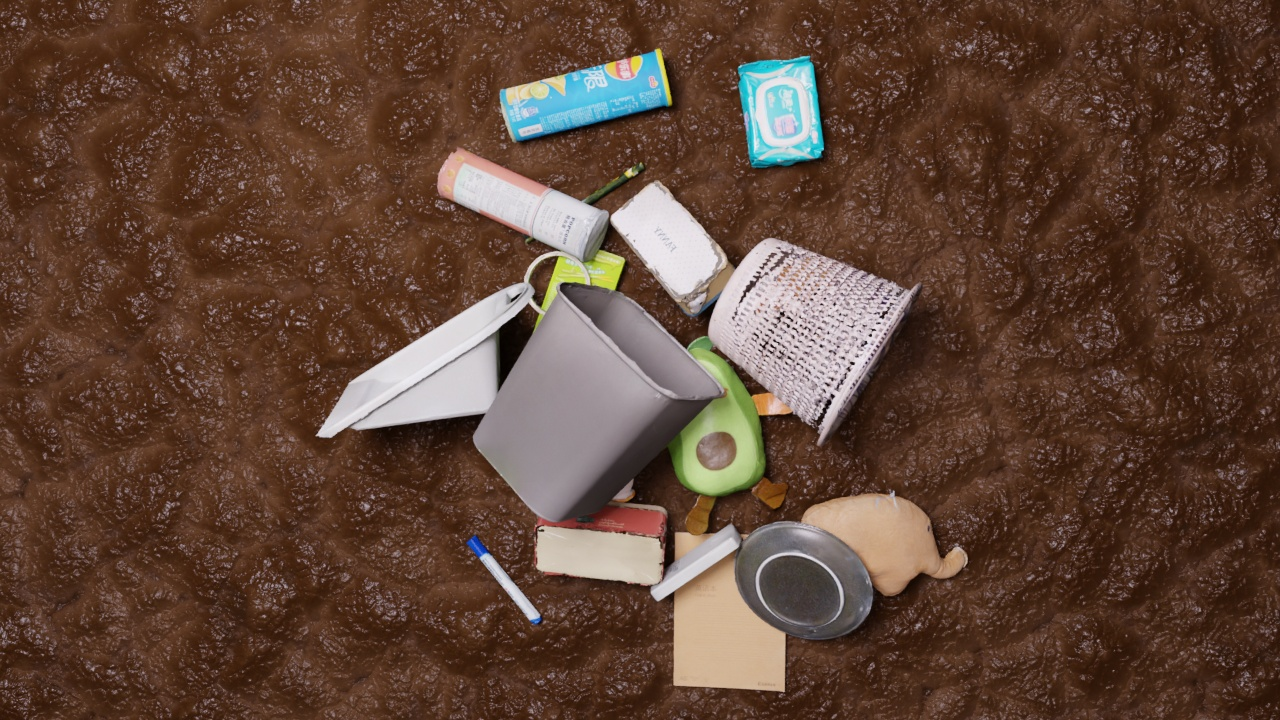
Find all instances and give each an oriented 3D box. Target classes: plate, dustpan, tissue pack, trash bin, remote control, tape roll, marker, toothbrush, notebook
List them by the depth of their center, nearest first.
[{"bbox_3d":[-0.058,0.052,1.072,0.198,0.198,0.220,45,108,20],"label":"trash bin"},{"bbox_3d":[0.199,-0.040,1.110,0.192,0.227,0.227,33,95,15],"label":"trash bin"},{"bbox_3d":[-0.256,-0.017,1.135,0.257,0.222,0.143,-4,105,-7],"label":"dustpan"},{"bbox_3d":[0.202,0.286,1.160,0.180,0.024,0.180,9,117,19],"label":"plate"},{"bbox_3d":[0.178,-0.314,1.162,0.093,0.050,0.133,-9,93,5],"label":"tissue pack"},{"bbox_3d":[-0.107,-0.098,1.188,0.086,0.014,0.086,0,93,5],"label":"tape roll"},{"bbox_3d":[0.072,0.262,1.193,0.135,0.056,0.019,-36,94,9],"label":"remote control"},{"bbox_3d":[-0.076,-0.209,1.207,0.186,0.012,0.017,-32,80,6],"label":"toothbrush"},{"bbox_3d":[0.119,0.336,1.229,0.149,0.012,0.211,1,94,6],"label":"notebook"},{"bbox_3d":[-0.184,0.298,1.245,0.017,0.017,0.146,-39,90,5],"label":"marker"}]

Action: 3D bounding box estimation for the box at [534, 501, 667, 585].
[{"bbox_3d":[-0.051,0.239,1.187,0.168,0.080,0.091,5,120,4],"label":"box"}]

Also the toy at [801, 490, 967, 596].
[{"bbox_3d":[0.313,0.235,1.177,0.226,0.082,0.143,2,114,2],"label":"toy"}]

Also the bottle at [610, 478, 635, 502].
[{"bbox_3d":[-0.036,0.131,1.201,0.063,0.063,0.108,-12,107,5],"label":"bottle"}]

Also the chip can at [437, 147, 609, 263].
[{"bbox_3d":[-0.150,-0.199,1.169,0.215,0.071,0.071,25,95,10],"label":"chip can"}]

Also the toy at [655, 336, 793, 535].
[{"bbox_3d":[0.094,0.096,1.176,0.227,0.090,0.247,-19,96,-4],"label":"toy"}]

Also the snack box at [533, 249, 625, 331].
[{"bbox_3d":[-0.084,-0.074,1.209,0.086,0.026,0.156,19,95,3],"label":"snack box"}]

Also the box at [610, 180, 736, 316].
[{"bbox_3d":[0.037,-0.145,1.147,0.090,0.061,0.184,-38,59,6],"label":"box"}]

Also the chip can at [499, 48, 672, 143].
[{"bbox_3d":[-0.069,-0.336,1.169,0.210,0.071,0.071,-12,93,5],"label":"chip can"}]
